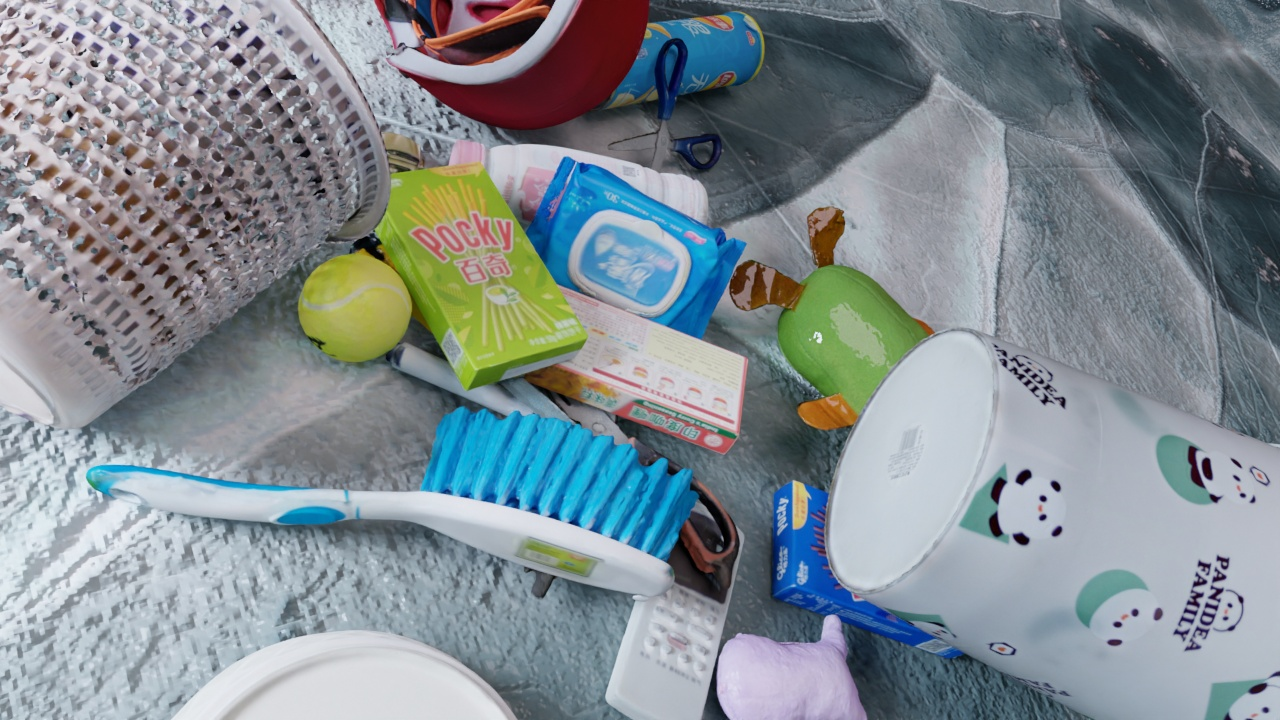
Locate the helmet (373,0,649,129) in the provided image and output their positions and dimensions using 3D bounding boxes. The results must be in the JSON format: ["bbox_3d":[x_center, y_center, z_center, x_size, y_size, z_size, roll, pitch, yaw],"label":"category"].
[{"bbox_3d":[-0.086,-0.281,0.714,0.144,0.207,0.239,38,34,-55],"label":"helmet"}]

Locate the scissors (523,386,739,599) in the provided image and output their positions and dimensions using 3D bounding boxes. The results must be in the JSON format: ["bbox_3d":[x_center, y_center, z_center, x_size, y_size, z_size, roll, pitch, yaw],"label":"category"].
[{"bbox_3d":[-0.019,0.064,0.602,0.189,0.015,0.225,20,49,-6],"label":"scissors"}]

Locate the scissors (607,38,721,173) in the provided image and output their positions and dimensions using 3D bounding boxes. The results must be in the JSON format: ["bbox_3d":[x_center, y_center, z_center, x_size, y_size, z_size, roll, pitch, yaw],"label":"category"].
[{"bbox_3d":[0.025,-0.198,0.797,0.162,0.012,0.175,11,83,-54],"label":"scissors"}]

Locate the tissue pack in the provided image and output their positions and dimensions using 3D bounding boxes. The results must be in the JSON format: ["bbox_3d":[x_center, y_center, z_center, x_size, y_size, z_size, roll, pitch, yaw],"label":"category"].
[{"bbox_3d":[-0.006,-0.075,0.667,0.157,0.095,0.052,24,17,-16],"label":"tissue pack"}]

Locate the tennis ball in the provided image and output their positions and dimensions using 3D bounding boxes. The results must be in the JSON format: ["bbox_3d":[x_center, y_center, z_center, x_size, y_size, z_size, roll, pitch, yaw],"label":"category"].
[{"bbox_3d":[-0.172,-0.031,0.555,0.065,0.066,0.065,16,51,-22],"label":"tennis ball"}]

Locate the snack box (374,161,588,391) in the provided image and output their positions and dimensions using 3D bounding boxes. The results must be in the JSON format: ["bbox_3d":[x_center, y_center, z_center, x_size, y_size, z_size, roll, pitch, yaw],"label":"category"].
[{"bbox_3d":[-0.108,-0.059,0.589,0.085,0.026,0.156,-17,66,-36],"label":"snack box"}]

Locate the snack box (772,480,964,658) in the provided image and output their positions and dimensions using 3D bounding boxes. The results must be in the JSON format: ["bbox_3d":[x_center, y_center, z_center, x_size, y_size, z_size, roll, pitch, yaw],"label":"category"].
[{"bbox_3d":[0.167,0.151,0.662,0.157,0.026,0.084,22,49,-17],"label":"snack box"}]

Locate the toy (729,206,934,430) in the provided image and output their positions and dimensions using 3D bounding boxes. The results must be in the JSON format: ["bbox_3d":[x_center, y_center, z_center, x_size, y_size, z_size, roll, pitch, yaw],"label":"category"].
[{"bbox_3d":[0.183,-0.003,0.742,0.226,0.090,0.246,-33,82,-42],"label":"toy"}]

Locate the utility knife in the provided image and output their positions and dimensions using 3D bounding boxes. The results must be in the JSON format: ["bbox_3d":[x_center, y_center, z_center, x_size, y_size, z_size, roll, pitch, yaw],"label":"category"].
[{"bbox_3d":[-0.110,-0.015,0.590,0.219,0.015,0.033,40,38,14],"label":"utility knife"}]

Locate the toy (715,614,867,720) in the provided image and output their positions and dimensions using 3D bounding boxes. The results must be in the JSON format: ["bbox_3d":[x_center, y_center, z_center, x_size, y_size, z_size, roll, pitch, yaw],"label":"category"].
[{"bbox_3d":[0.094,0.199,0.573,0.108,0.039,0.083,7,55,-25],"label":"toy"}]

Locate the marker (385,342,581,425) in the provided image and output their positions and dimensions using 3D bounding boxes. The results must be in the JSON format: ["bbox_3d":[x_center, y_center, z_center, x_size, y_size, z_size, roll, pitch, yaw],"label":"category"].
[{"bbox_3d":[-0.099,0.022,0.582,0.130,0.018,0.022,24,52,-3],"label":"marker"}]

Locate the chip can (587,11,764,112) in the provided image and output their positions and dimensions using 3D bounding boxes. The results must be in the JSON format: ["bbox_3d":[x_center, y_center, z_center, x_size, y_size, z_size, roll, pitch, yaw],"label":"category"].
[{"bbox_3d":[0.025,-0.280,0.854,0.209,0.071,0.071,-25,74,-41],"label":"chip can"}]

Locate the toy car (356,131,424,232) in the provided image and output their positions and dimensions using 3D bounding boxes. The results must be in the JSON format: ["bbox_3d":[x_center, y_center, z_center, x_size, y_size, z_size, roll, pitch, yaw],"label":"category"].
[{"bbox_3d":[-0.174,-0.127,0.645,0.042,0.035,0.090,15,49,-24],"label":"toy car"}]

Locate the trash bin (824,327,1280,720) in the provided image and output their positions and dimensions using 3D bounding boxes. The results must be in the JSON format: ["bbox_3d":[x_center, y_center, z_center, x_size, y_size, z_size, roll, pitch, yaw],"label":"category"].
[{"bbox_3d":[0.276,0.112,0.596,0.252,0.230,0.228,24,48,-9],"label":"trash bin"}]

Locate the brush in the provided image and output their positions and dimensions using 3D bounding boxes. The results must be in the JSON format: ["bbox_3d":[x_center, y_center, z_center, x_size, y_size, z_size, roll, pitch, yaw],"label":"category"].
[{"bbox_3d":[-0.120,0.070,0.507,0.314,0.061,0.109,19,52,-8],"label":"brush"}]

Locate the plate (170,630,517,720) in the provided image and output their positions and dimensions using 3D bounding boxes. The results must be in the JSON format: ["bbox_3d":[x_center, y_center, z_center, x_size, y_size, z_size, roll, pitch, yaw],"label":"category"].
[{"bbox_3d":[-0.130,0.219,0.415,0.204,0.046,0.204,16,52,-22],"label":"plate"}]

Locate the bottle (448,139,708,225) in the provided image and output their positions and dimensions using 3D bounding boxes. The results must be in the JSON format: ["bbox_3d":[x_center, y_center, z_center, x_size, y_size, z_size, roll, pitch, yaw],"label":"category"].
[{"bbox_3d":[-0.047,-0.128,0.704,0.196,0.068,0.068,10,54,-22],"label":"bottle"}]

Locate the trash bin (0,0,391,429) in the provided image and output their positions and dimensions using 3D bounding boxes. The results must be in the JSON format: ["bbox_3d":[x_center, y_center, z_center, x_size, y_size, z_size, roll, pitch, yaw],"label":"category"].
[{"bbox_3d":[-0.270,-0.083,0.448,0.227,0.228,0.191,34,59,-6],"label":"trash bin"}]

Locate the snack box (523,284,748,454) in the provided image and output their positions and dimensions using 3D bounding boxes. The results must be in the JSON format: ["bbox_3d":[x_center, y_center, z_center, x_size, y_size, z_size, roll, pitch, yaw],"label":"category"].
[{"bbox_3d":[-0.004,0.004,0.632,0.155,0.027,0.076,21,44,-7],"label":"snack box"}]

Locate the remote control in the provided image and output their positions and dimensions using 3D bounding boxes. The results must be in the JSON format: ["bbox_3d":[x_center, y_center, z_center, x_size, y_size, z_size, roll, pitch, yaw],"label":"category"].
[{"bbox_3d":[0.026,0.156,0.574,0.058,0.021,0.149,30,48,-10],"label":"remote control"}]
